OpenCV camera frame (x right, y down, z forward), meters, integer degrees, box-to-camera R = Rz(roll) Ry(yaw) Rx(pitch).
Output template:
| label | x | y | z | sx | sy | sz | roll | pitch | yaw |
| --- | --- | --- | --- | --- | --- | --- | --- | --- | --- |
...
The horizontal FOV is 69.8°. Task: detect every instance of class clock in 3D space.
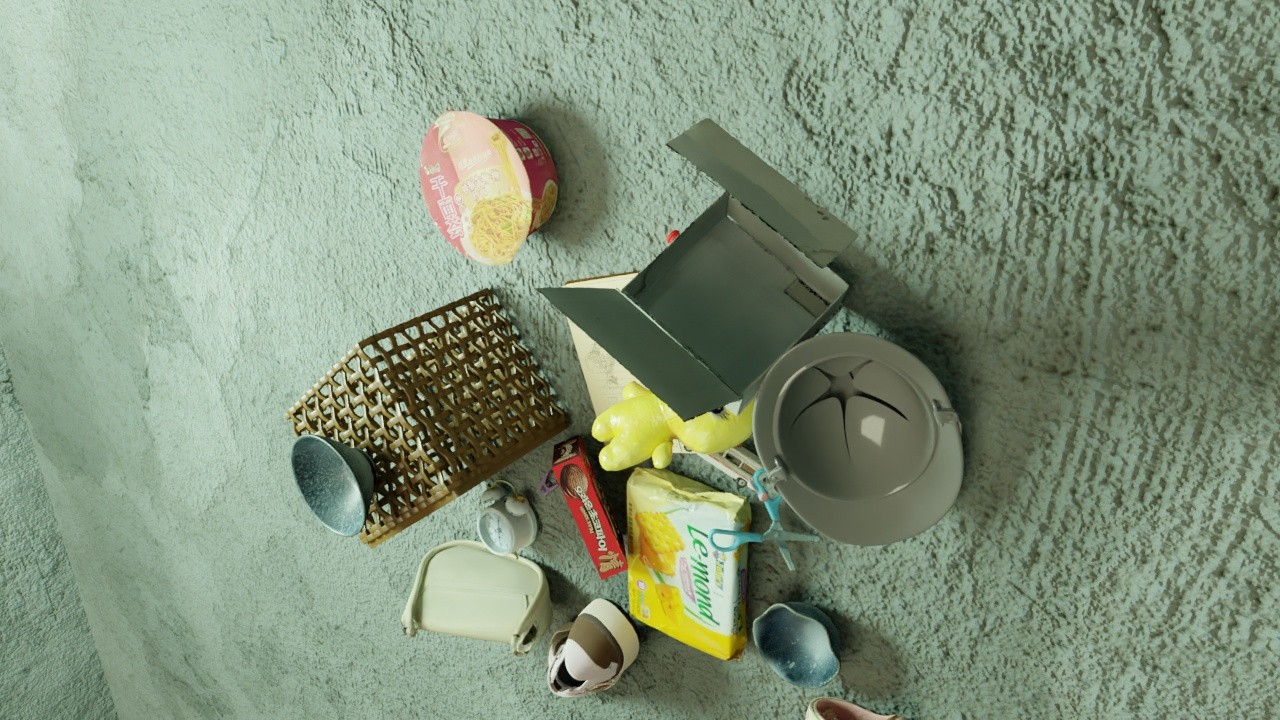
| label | x | y | z | sx | sy | sz | roll | pitch | yaw |
| --- | --- | --- | --- | --- | --- | --- | --- | --- | --- |
| clock | -0.194 | 0.227 | 1.335 | 0.083 | 0.056 | 0.118 | 12 | 110 | 34 |

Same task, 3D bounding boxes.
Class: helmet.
| label | x | y | z | sx | sy | sz | roll | pitch | yaw |
| --- | --- | --- | --- | --- | --- | --- | --- | --- | --- |
| helmet | 0.207 | 0.053 | 0.904 | 0.184 | 0.117 | 0.271 | -22 | 122 | 15 |

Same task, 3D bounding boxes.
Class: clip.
| label | x | y | z | sx | sy | sz | roll | pitch | yaw |
| --- | --- | --- | --- | --- | --- | --- | --- | --- | --- |
| clip | -0.131 | 0.174 | 1.290 | 0.032 | 0.013 | 0.051 | 53 | 135 | 8 |

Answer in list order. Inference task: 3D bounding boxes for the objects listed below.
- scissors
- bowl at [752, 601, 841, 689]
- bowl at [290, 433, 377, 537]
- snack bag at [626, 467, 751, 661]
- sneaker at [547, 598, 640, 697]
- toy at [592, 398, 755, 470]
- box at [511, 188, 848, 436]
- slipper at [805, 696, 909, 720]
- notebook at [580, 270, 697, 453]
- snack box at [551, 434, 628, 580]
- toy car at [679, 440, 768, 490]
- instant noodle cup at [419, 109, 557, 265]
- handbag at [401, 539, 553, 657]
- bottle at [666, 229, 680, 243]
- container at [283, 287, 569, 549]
| label | x | y | z | sx | sy | sz | roll | pitch | yaw |
| --- | --- | --- | --- | --- | --- | --- | --- | --- | --- |
| scissors | 0.133 | 0.190 | 1.032 | 0.129 | 0.015 | 0.135 | -24 | 104 | -1 |
| bowl | 0.192 | 0.325 | 1.080 | 0.110 | 0.055 | 0.110 | 17 | 121 | 32 |
| bowl | -0.362 | 0.142 | 1.125 | 0.137 | 0.057 | 0.137 | 17 | 120 | 32 |
| snack bag | 0.062 | 0.250 | 1.137 | 0.160 | 0.068 | 0.248 | 15 | 120 | 31 |
| sneaker | -0.092 | 0.431 | 1.278 | 0.111 | 0.116 | 0.295 | 49 | 148 | 8 |
| toy | 0.047 | 0.056 | 1.001 | 0.092 | 0.207 | 0.133 | 74 | 177 | -52 |
| box | 0.049 | -0.048 | 0.821 | 0.167 | 0.329 | 0.165 | 41 | 115 | 15 |
| slipper | 0.234 | 0.439 | 1.092 | 0.198 | 0.093 | 0.081 | -36 | 67 | 41 |
| notebook | -0.007 | 0.006 | 1.105 | 0.168 | 0.024 | 0.225 | -3 | 109 | 40 |
| snack box | -0.065 | 0.182 | 1.167 | 0.036 | 0.132 | 0.152 | -23 | 98 | -1 |
| toy car | 0.100 | 0.108 | 1.045 | 0.113 | 0.039 | 0.039 | 34 | 106 | 1 |
| instant noodle cup | -0.174 | -0.213 | 1.095 | 0.179 | 0.077 | 0.179 | 17 | 121 | 30 |
| handbag | -0.233 | 0.375 | 1.364 | 0.229 | 0.183 | 0.132 | 0 | 114 | 20 |
| bottle | 0.075 | -0.097 | 0.983 | 0.119 | 0.036 | 0.036 | 44 | 131 | 14 |
| container | -0.283 | 0.079 | 1.222 | 0.252 | 0.218 | 0.214 | -32 | 89 | 42 |
